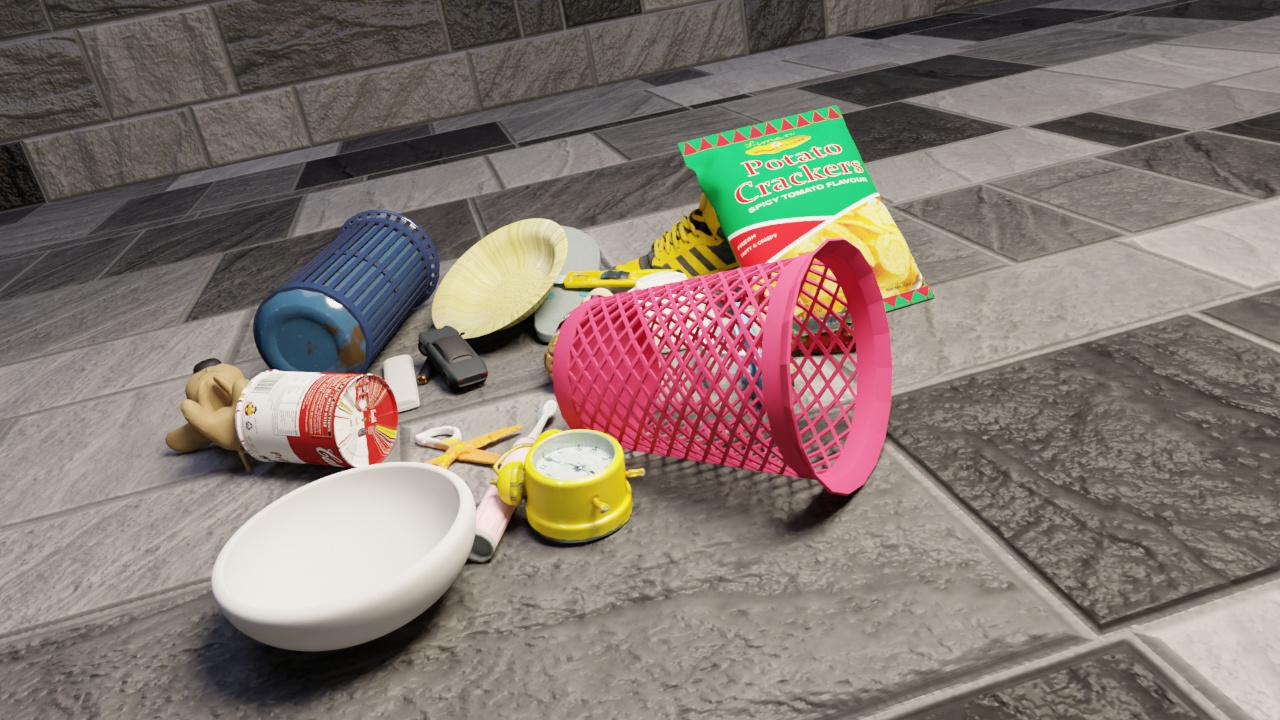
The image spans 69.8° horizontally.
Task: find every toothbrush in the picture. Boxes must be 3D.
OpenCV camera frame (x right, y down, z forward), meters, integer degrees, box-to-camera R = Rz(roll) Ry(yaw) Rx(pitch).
[{"bbox_3d":[-0.102,0.090,0.765,0.027,0.027,0.222,-38,14,24],"label":"toothbrush"}]

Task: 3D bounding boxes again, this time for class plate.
[{"bbox_3d":[-0.157,-0.087,1.074,0.185,0.036,0.184,-19,44,19],"label":"plate"}]

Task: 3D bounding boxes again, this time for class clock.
[{"bbox_3d":[-0.059,0.091,0.702,0.119,0.057,0.083,13,34,30],"label":"clock"}]

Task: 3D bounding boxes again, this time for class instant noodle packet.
[{"bbox_3d":[0.175,-0.151,0.981,0.195,0.252,0.090,-17,-19,-13],"label":"instant noodle packet"}]

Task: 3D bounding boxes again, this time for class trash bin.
[{"bbox_3d":[-0.339,-0.071,1.072,0.139,0.139,0.249,-6,27,10],"label":"trash bin"}]

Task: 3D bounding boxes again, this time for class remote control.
[{"bbox_3d":[-0.258,0.023,0.983,0.033,0.012,0.131,-16,25,-11],"label":"remote control"}]

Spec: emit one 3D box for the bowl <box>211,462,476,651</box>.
[{"bbox_3d":[-0.196,0.143,0.635,0.176,0.066,0.176,-9,25,4],"label":"bowl"}]

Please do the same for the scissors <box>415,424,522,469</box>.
[{"bbox_3d":[-0.166,0.080,0.827,0.125,0.011,0.128,-21,27,-20],"label":"scissors"}]

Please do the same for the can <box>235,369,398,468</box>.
[{"bbox_3d":[-0.297,0.053,0.845,0.117,0.087,0.086,1,27,23],"label":"can"}]

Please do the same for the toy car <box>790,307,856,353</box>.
[{"bbox_3d":[0.177,-0.028,0.890,0.091,0.036,0.042,-4,26,13],"label":"toy car"}]

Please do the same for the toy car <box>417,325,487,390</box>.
[{"bbox_3d":[-0.200,-0.006,0.977,0.046,0.034,0.112,-18,39,-27],"label":"toy car"}]

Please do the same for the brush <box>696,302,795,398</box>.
[{"bbox_3d":[0.096,-0.005,0.851,0.075,0.055,0.135,-6,25,-1],"label":"brush"}]

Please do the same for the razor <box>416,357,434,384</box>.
[{"bbox_3d":[-0.227,-0.014,1.041,0.043,0.022,0.144,-8,25,9],"label":"razor"}]

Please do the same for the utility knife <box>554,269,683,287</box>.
[{"bbox_3d":[-0.042,-0.094,1.069,0.191,0.018,0.030,-1,39,20],"label":"utility knife"}]

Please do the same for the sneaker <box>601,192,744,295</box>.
[{"bbox_3d":[0.064,-0.143,1.083,0.239,0.122,0.086,-7,23,6],"label":"sneaker"}]

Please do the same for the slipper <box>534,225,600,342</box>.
[{"bbox_3d":[-0.090,-0.089,1.130,0.098,0.055,0.268,-10,36,-5],"label":"slipper"}]

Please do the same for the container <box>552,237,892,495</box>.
[{"bbox_3d":[0.056,0.007,0.724,0.226,0.183,0.182,-2,25,36],"label":"container"}]

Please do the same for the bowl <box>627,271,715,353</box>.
[{"bbox_3d":[0.026,-0.058,0.989,0.117,0.061,0.117,-8,25,3],"label":"bowl"}]

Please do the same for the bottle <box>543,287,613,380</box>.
[{"bbox_3d":[-0.055,-0.031,0.961,0.060,0.060,0.165,-5,26,12],"label":"bottle"}]

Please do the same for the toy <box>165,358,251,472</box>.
[{"bbox_3d":[-0.402,0.051,0.892,0.134,0.106,0.108,-24,17,-18],"label":"toy"}]
